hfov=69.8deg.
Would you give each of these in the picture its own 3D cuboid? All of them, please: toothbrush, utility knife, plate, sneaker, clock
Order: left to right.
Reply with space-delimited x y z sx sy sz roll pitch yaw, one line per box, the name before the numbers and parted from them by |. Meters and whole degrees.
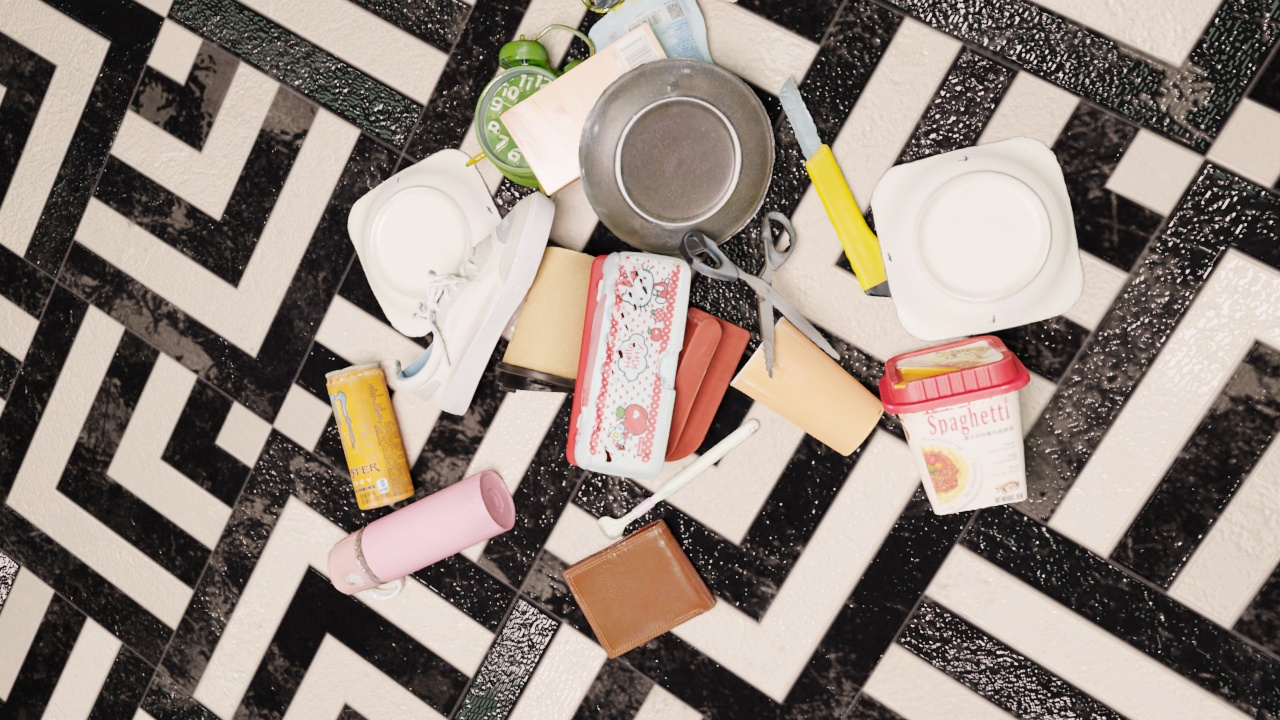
plate | -0.220 -0.120 0.937 0.164 0.034 0.163 -27 87 15
sneaker | -0.165 -0.063 0.882 0.090 0.089 0.243 24 110 -18
clock | -0.097 -0.243 0.886 0.116 0.056 0.161 26 99 11
plate | 0.034 -0.178 0.821 0.179 0.024 0.180 -1 112 -3
toothbrush | 0.038 0.114 0.890 0.190 0.020 0.029 -38 114 13
utility knife | 0.178 -0.157 0.838 0.033 0.015 0.223 -25 88 10
plate | 0.294 -0.105 0.796 0.164 0.034 0.163 -13 89 10

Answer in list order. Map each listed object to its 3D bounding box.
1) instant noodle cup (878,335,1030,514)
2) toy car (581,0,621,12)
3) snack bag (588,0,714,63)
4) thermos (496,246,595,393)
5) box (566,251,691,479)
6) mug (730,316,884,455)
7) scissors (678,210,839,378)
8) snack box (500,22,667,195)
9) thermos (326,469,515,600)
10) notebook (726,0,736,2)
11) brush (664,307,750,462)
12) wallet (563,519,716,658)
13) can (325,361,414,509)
instant noodle cup | 0.273 0.056 0.782 0.116 0.116 0.124 -14 101 15
toy car | -0.053 -0.377 0.878 0.048 0.032 0.105 -39 83 5
snack bag | 0.035 -0.252 0.861 0.110 0.039 0.191 -27 88 8
thermos | -0.081 -0.033 0.880 0.093 0.093 0.143 13 89 14
box | -0.003 0.005 0.836 0.101 0.095 0.201 6 85 26
mug | 0.153 0.027 0.828 0.123 0.078 0.078 37 101 5
scissors | 0.111 -0.065 0.816 0.181 0.014 0.159 34 62 6
snack box | -0.039 -0.226 0.833 0.157 0.026 0.084 -30 99 7
thermos | -0.223 0.187 0.942 0.199 0.067 0.087 -27 115 14
notebook | 0.019 -0.421 0.849 0.208 0.008 0.147 21 81 13
brush | 0.046 0.028 0.856 0.063 0.069 0.146 25 99 13
wallet | -0.002 0.224 0.901 0.125 0.032 0.101 -31 88 15
can | -0.280 0.078 0.951 0.058 0.058 0.146 -16 89 15
